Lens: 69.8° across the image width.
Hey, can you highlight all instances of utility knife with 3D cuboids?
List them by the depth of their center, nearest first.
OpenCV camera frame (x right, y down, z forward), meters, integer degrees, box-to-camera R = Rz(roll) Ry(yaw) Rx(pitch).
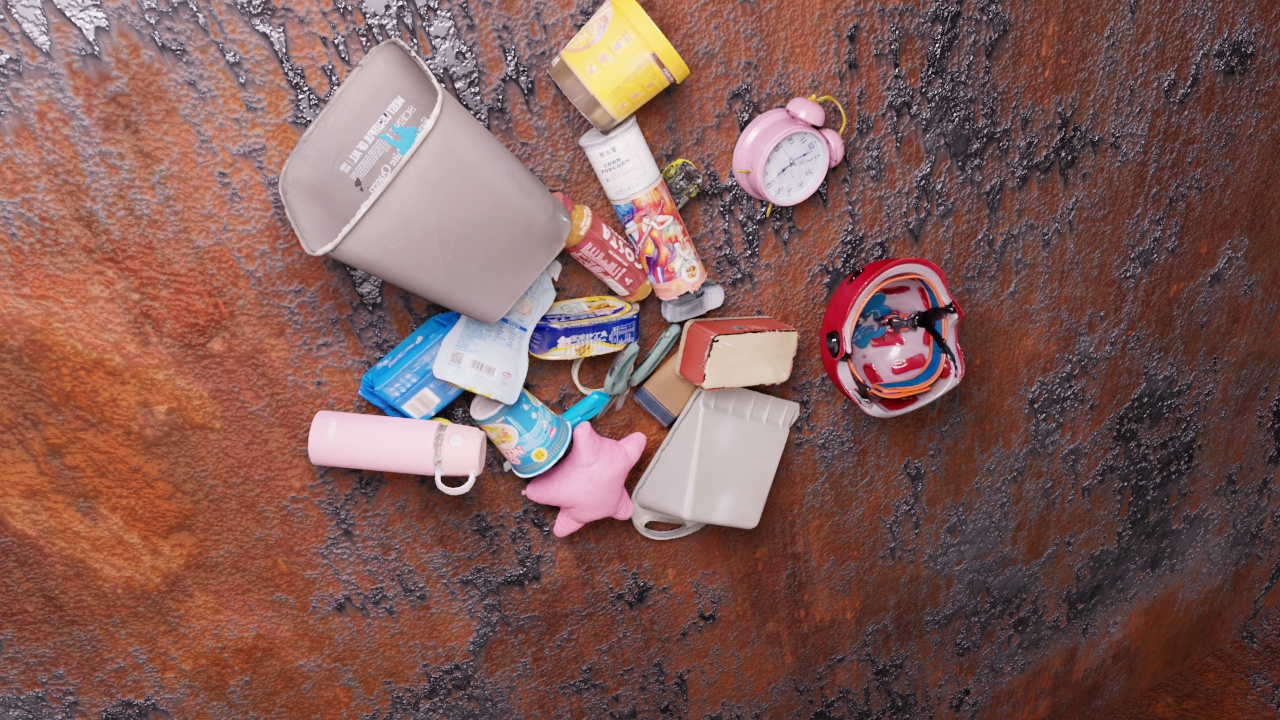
[{"bbox_3d":[-0.117,0.098,1.249,0.179,0.018,0.034,-35,139,7],"label":"utility knife"}]

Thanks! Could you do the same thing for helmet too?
[{"bbox_3d":[0.346,-0.045,1.328,0.206,0.144,0.240,-20,114,-16],"label":"helmet"}]

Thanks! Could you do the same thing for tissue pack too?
[{"bbox_3d":[-0.253,0.009,1.104,0.157,0.052,0.095,-39,132,1],"label":"tissue pack"}]

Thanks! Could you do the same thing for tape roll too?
[{"bbox_3d":[-0.051,0.010,1.235,0.085,0.014,0.086,-14,126,-20],"label":"tape roll"}]

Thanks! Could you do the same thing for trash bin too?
[{"bbox_3d":[-0.209,-0.167,0.933,0.199,0.198,0.219,-48,137,10],"label":"trash bin"}]

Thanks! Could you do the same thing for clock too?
[{"bbox_3d":[0.194,-0.264,1.153,0.158,0.060,0.117,-44,131,3],"label":"clock"}]

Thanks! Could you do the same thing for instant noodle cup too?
[{"bbox_3d":[-0.027,-0.313,0.974,0.114,0.118,0.118,-41,131,11],"label":"instant noodle cup"},{"bbox_3d":[-0.159,0.079,1.180,0.099,0.099,0.110,-40,122,1],"label":"instant noodle cup"}]

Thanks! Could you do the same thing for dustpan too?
[{"bbox_3d":[0.095,0.162,1.400,0.222,0.143,0.257,16,86,-41],"label":"dustpan"}]

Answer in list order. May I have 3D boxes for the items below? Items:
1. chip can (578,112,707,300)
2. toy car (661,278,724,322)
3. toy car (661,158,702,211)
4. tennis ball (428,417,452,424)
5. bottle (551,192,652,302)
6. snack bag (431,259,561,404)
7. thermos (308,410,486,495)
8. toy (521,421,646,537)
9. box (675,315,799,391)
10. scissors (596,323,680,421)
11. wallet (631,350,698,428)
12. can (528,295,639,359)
[{"bbox_3d":[0.007,-0.176,1.076,0.071,0.071,0.215,-31,117,-6],"label":"chip can"},{"bbox_3d":[0.072,-0.078,1.230,0.090,0.034,0.043,-19,124,-17],"label":"toy car"},{"bbox_3d":[0.028,-0.203,1.125,0.048,0.032,0.105,33,113,-32],"label":"toy car"},{"bbox_3d":[-0.258,0.104,1.155,0.065,0.065,0.066,-14,126,-20],"label":"tennis ball"},{"bbox_3d":[-0.052,-0.137,1.109,0.057,0.057,0.175,-46,130,7],"label":"bottle"},{"bbox_3d":[-0.165,-0.052,1.074,0.110,0.039,0.191,20,83,-13],"label":"snack bag"},{"bbox_3d":[-0.286,0.109,1.083,0.198,0.087,0.067,7,150,0],"label":"thermos"},{"bbox_3d":[-0.078,0.164,1.282,0.178,0.074,0.195,-8,124,-23],"label":"toy"},{"bbox_3d":[0.139,-0.007,1.260,0.168,0.077,0.091,-4,114,-37],"label":"box"},{"bbox_3d":[-0.007,0.007,1.193,0.170,0.019,0.179,-49,167,-7],"label":"scissors"},{"bbox_3d":[0.050,0.034,1.294,0.115,0.033,0.090,-44,133,3],"label":"wallet"},{"bbox_3d":[-0.071,-0.043,1.152,0.148,0.074,0.049,-10,121,-23],"label":"can"}]
